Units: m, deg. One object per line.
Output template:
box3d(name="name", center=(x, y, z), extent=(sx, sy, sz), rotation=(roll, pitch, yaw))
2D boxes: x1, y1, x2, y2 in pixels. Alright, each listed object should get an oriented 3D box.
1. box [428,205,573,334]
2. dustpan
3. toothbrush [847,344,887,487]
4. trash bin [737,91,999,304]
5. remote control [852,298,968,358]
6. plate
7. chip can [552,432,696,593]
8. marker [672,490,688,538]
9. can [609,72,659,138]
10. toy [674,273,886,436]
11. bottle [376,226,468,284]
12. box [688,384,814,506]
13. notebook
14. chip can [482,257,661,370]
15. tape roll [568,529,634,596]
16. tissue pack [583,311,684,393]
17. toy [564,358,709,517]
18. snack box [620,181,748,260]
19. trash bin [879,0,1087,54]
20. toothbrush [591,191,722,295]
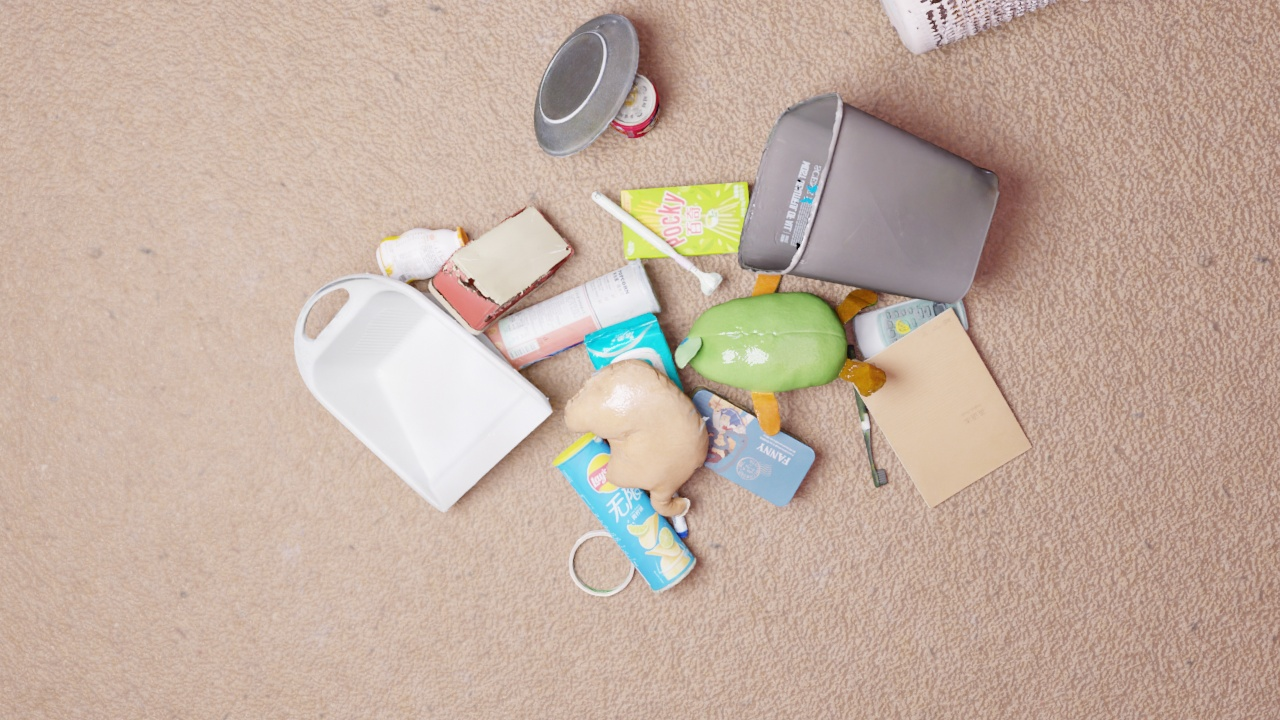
box3d(name="box", center=(-0.157, -0.114, 1.070), extent=(0.091, 0.167, 0.080), rotation=(47, 132, -3))
box3d(name="dustpan", center=(-0.278, 0.027, 1.078), extent=(0.223, 0.142, 0.257), rotation=(-43, 72, 24))
box3d(name="toothbrush", center=(0.284, 0.070, 1.154), extent=(0.017, 0.012, 0.186), rotation=(-13, 95, -2))
box3d(name="trash bin", center=(0.254, -0.167, 1.034), extent=(0.219, 0.199, 0.199), rotation=(14, 95, -15))
box3d(name="remote control", center=(0.332, -0.046, 1.135), extent=(0.135, 0.019, 0.056), rotation=(-15, 95, 4))
box3d(name="plate", center=(-0.073, -0.323, 1.062), extent=(0.024, 0.179, 0.179), rotation=(22, 99, -41))
box3d(name="chip can", center=(-0.019, 0.188, 1.151), extent=(0.071, 0.071, 0.210), rotation=(-37, 94, 6))
box3d(name="marker", center=(0.037, 0.156, 1.172), extent=(0.017, 0.017, 0.146), rotation=(-14, 95, 4))
box3d(name="can", center=(-0.010, -0.302, 1.087), extent=(0.066, 0.093, 0.066), rotation=(0, 96, 3))
box3d(name="toy", center=(0.167, -0.021, 1.109), extent=(0.247, 0.090, 0.226), rotation=(0, 70, 10))
box3d(name="bottle", center=(-0.266, -0.133, 1.132), extent=(0.108, 0.063, 0.063), rotation=(-16, 95, 5))
box3d(name="box", center=(0.129, 0.107, 1.141), extent=(0.184, 0.061, 0.090), rotation=(27, 97, 1))
box3d(name="notebook", center=(0.372, 0.061, 1.140), extent=(0.149, 0.012, 0.211), rotation=(-32, 100, 5))
box3d(name="chip can", center=(-0.086, -0.051, 1.128), extent=(0.215, 0.071, 0.071), rotation=(-23, 94, 5))
box3d(name="tape roll", center=(-0.050, 0.262, 1.189), extent=(0.086, 0.014, 0.086), rotation=(0, 96, 3))
box3d(name="tissue pack", center=(-0.007, 0.007, 1.115), extent=(0.093, 0.050, 0.133), rotation=(-20, 128, 3))
box3d(name="toy", center=(0.015, 0.099, 1.080), extent=(0.144, 0.082, 0.226), rotation=(-27, 112, 21))
box3d(name="snack box", center=(0.056, -0.171, 1.128), extent=(0.156, 0.026, 0.086), rotation=(-2, 95, 7))
box3d(name="trash bin", center=(0.358, -0.451, 1.008), extent=(0.192, 0.227, 0.227), rotation=(-27, 94, 17))
box3d(name="toothbrush", center=(0.017, -0.145, 1.112), extent=(0.189, 0.020, 0.029), rotation=(37, 94, 2))
